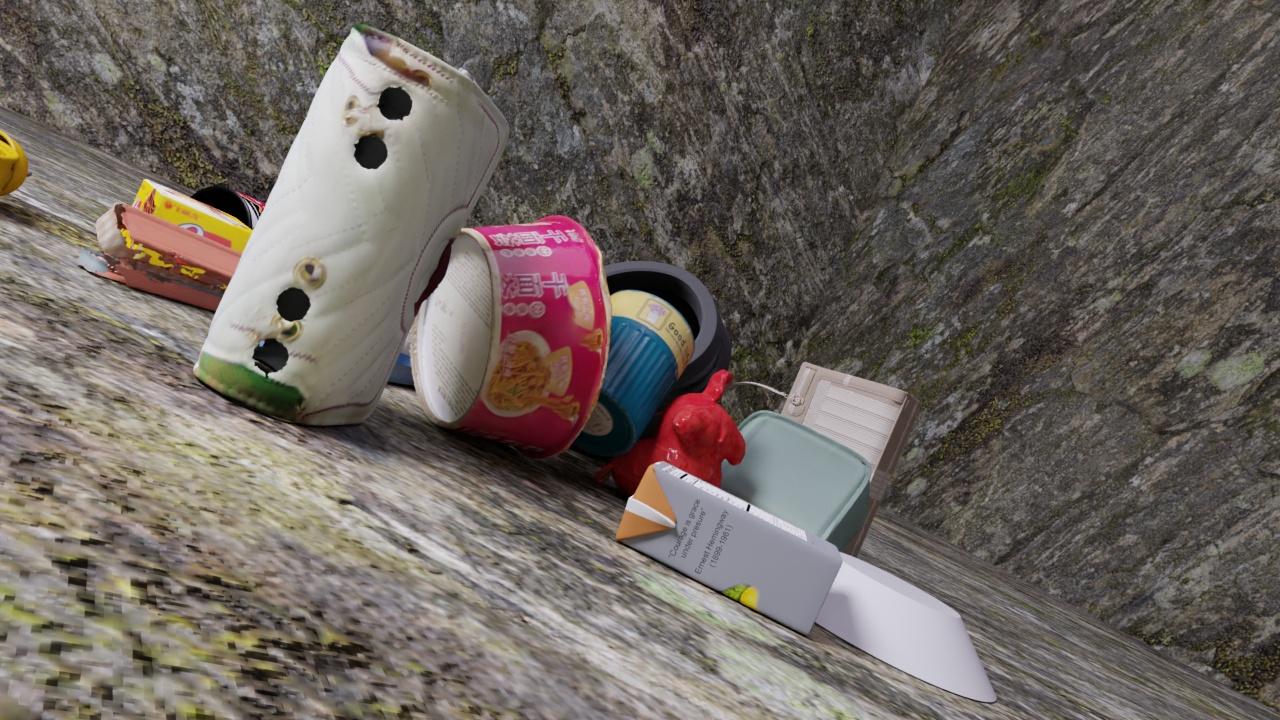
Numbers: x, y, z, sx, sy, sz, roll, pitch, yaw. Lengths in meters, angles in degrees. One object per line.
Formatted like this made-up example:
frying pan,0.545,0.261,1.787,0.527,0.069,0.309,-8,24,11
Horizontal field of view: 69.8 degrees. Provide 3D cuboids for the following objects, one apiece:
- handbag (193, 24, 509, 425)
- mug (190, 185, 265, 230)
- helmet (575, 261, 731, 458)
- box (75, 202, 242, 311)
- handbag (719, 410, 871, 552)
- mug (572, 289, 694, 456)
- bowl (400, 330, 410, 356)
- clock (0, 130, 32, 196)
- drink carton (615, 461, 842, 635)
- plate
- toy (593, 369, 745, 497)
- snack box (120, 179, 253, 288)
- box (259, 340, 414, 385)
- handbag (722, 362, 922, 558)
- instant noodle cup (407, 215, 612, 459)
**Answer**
handbag,-0.154,-0.069,0.508,0.096,0.198,0.142,27,1,-8
mug,-0.409,-0.119,0.912,0.118,0.082,0.098,-3,-6,12
helmet,-0.005,0.005,0.895,0.164,0.170,0.263,30,44,15
box,-0.318,-0.051,0.676,0.058,0.062,0.188,55,12,28
handbag,0.120,0.114,0.766,0.122,0.106,0.067,26,-33,30
mug,-0.026,-0.001,0.697,0.083,0.107,0.113,-19,-62,45
bowl,-0.254,-0.043,0.863,0.118,0.062,0.118,25,0,0
clock,-0.500,-0.150,0.641,0.113,0.052,0.152,25,5,-19
drink carton,0.053,0.110,0.554,0.125,0.048,0.076,25,0,9
plate,0.168,0.170,0.634,0.174,0.036,0.174,25,0,0
toy,0.025,0.058,0.711,0.094,0.132,0.088,14,-17,40
snack box,-0.380,-0.102,0.769,0.083,0.061,0.106,25,1,-38
box,-0.214,-0.025,0.709,0.074,0.078,0.209,29,2,15
handbag,0.142,0.084,0.890,0.198,0.175,0.062,23,-1,35
instant noodle cup,-0.102,-0.019,0.647,0.077,0.179,0.179,5,13,-35
